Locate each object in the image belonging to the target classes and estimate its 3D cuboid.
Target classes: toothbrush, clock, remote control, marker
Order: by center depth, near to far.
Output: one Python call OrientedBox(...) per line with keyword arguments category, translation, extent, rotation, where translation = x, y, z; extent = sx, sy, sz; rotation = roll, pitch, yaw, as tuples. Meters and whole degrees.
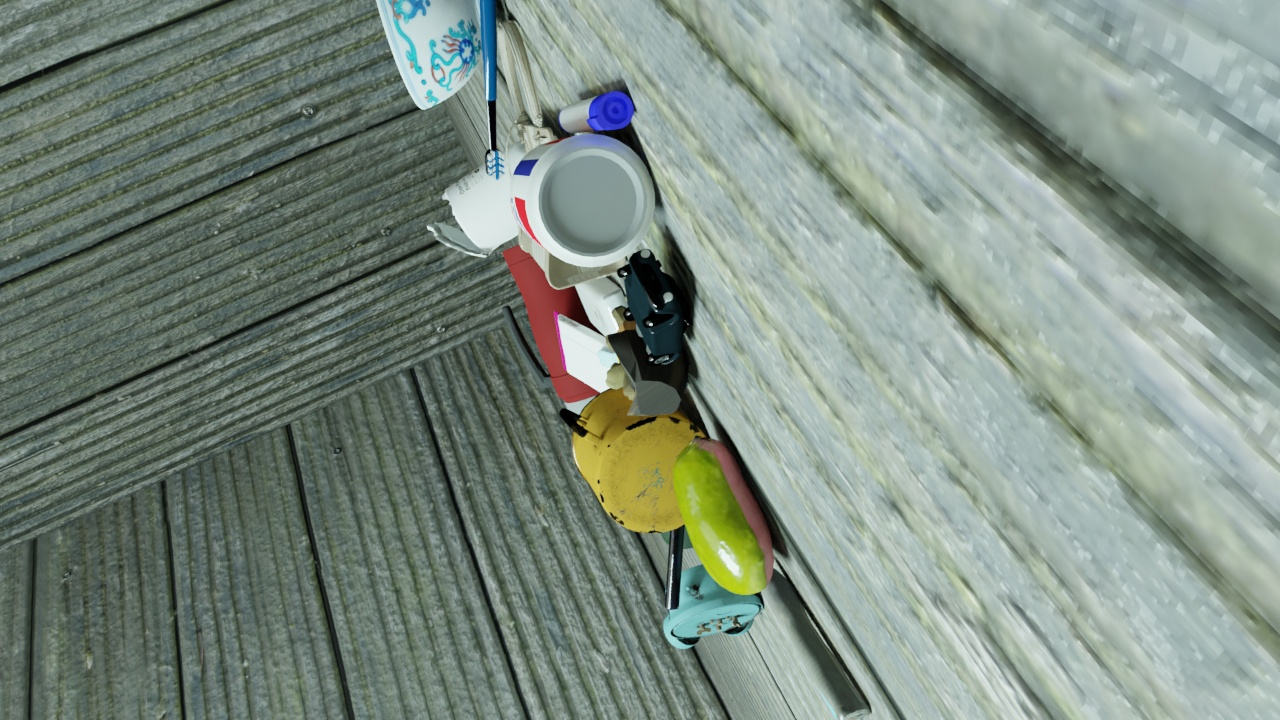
OrientedBox(category="marker", translation=(-0.029, -0.139, 0.524), extent=(0.141, 0.020, 0.020), rotation=(-135, 21, -72))
OrientedBox(category="toothbrush", translation=(0.101, 0.170, 0.638), extent=(0.022, 0.024, 0.185), rotation=(-65, 34, 26))
OrientedBox(category="toothbrush", translation=(-0.119, -0.225, 0.730), extent=(0.014, 0.014, 0.168), rotation=(48, 143, 48))
OrientedBox(category="clock", translation=(0.065, 0.232, 0.860), extent=(0.124, 0.090, 0.053), rotation=(96, 162, -57))
OrientedBox(category="remote control", translation=(-0.033, -0.050, 0.866), extent=(0.060, 0.025, 0.138), rotation=(67, 171, -21))

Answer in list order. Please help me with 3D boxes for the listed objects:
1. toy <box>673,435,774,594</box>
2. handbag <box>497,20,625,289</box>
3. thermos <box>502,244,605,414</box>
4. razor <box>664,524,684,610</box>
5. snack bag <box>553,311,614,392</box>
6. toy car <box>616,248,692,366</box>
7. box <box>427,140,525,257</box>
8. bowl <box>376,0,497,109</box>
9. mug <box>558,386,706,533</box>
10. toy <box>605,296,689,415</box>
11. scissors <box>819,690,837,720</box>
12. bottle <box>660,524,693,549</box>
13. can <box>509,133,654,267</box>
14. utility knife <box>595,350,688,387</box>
OrientedBox(category="toy", translation=(0.055, 0.106, 0.632), extent=(0.090, 0.051, 0.110), rotation=(160, 88, -81))
OrientedBox(category="handbag", translation=(-0.081, -0.174, 0.746), extent=(0.175, 0.062, 0.198), rotation=(-132, 27, -68))
OrientedBox(category="thermos", translation=(-0.093, -0.039, 1.032), extent=(0.083, 0.108, 0.198), rotation=(-59, -52, -75))
OrientedBox(category="razor", translation=(0.034, 0.148, 0.798), extent=(0.043, 0.022, 0.144), rotation=(-138, 56, -76))
OrientedBox(category="snack bag", translation=(-0.035, 0.005, 0.906), extent=(0.197, 0.016, 0.070), rotation=(27, 131, 54))
OrientedBox(category="toy car", translation=(0.011, -0.030, 0.554), extent=(0.112, 0.034, 0.046), rotation=(83, 162, -72))
OrientedBox(category="box", translation=(-0.148, -0.151, 0.921), extent=(0.089, 0.143, 0.080), rotation=(56, -173, -40))
OrientedBox(category="bowl", translation=(-0.160, -0.284, 0.741), extent=(0.144, 0.074, 0.144), rotation=(59, -162, -90))
OrientedBox(category="mug", translation=(-0.007, 0.073, 0.735), extent=(0.123, 0.100, 0.094), rotation=(28, -175, -20))
OrientedBox(category="toy", translation=(-0.001, -0.007, 0.644), extent=(0.076, 0.063, 0.100), rotation=(41, -156, -44))
OrientedBox(category="scissors", translation=(0.118, 0.204, 0.671), extent=(0.140, 0.015, 0.111), rotation=(56, 170, 25))
OrientedBox(category="bottle", translation=(0.023, 0.093, 0.832), extent=(0.055, 0.055, 0.174), rotation=(-125, 13, -57))
OrientedBox(category="can", translation=(-0.039, -0.097, 0.545), extent=(0.132, 0.070, 0.070), rotation=(-136, 22, -73))
OrientedBox(category="utility knife", translation=(-0.005, 0.005, 0.782), extent=(0.030, 0.019, 0.224), rotation=(69, 167, -9))
